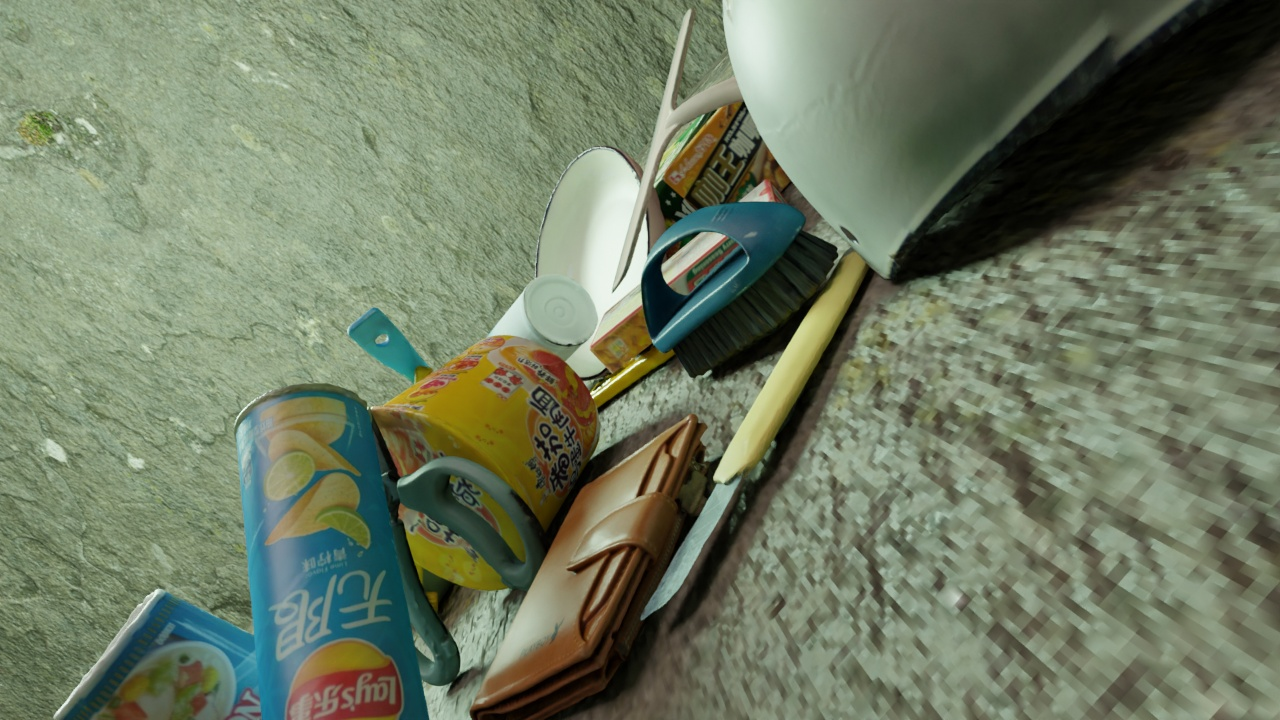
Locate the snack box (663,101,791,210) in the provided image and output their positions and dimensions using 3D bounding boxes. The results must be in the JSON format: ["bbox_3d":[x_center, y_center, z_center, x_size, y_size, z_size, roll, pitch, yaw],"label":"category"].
[{"bbox_3d":[0.094,-0.170,0.682,0.154,0.075,0.026,-47,11,20],"label":"snack box"}]

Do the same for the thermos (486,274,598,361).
[{"bbox_3d":[-0.114,0.006,0.789,0.221,0.070,0.070,-41,15,50],"label":"thermos"}]

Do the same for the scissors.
[{"bbox_3d":[-0.109,0.096,0.498,0.181,0.170,0.019,-16,2,37],"label":"scissors"}]

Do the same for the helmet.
[{"bbox_3d":[0.124,-0.177,0.379,0.231,0.157,0.273,-40,15,41],"label":"helmet"}]

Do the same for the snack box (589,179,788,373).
[{"bbox_3d":[0.034,-0.058,0.623,0.156,0.027,0.077,-38,13,18],"label":"snack box"}]

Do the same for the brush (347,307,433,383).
[{"bbox_3d":[-0.139,0.029,0.688,0.083,0.046,0.255,-40,-29,-4],"label":"brush"}]

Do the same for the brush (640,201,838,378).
[{"bbox_3d":[0.039,-0.041,0.473,0.055,0.073,0.144,-52,5,-26],"label":"brush"}]

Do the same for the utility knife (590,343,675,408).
[{"bbox_3d":[-0.004,0.004,0.654,0.171,0.015,0.033,-37,14,46],"label":"utility knife"}]

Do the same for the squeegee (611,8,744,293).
[{"bbox_3d":[0.088,-0.176,0.597,0.250,0.040,0.247,-6,61,41],"label":"squeegee"}]

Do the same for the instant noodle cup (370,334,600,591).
[{"bbox_3d":[-0.097,0.056,0.575,0.138,0.138,0.109,-39,8,44],"label":"instant noodle cup"}]

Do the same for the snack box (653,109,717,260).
[{"bbox_3d":[0.022,-0.142,0.904,0.115,0.063,0.239,-37,17,48],"label":"snack box"}]

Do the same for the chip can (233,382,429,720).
[{"bbox_3d":[-0.144,0.113,0.425,0.071,0.071,0.210,-44,51,28],"label":"chip can"}]

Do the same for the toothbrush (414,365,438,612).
[{"bbox_3d":[-0.148,0.097,0.635,0.015,0.016,0.190,-134,45,-71],"label":"toothbrush"}]

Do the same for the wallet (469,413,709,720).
[{"bbox_3d":[-0.019,0.092,0.402,0.108,0.031,0.131,-42,15,45],"label":"wallet"}]

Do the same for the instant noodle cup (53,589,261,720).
[{"bbox_3d":[-0.214,0.171,0.449,0.099,0.110,0.099,-45,17,17],"label":"instant noodle cup"}]

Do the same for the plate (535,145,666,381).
[{"bbox_3d":[-0.030,-0.078,0.761,0.193,0.039,0.192,-7,82,58],"label":"plate"}]

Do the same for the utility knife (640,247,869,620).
[{"bbox_3d":[0.054,0.017,0.382,0.211,0.022,0.031,-49,8,-32],"label":"utility knife"}]

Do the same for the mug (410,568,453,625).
[{"bbox_3d":[-0.182,0.137,0.711,0.112,0.082,0.106,12,63,45],"label":"mug"}]
